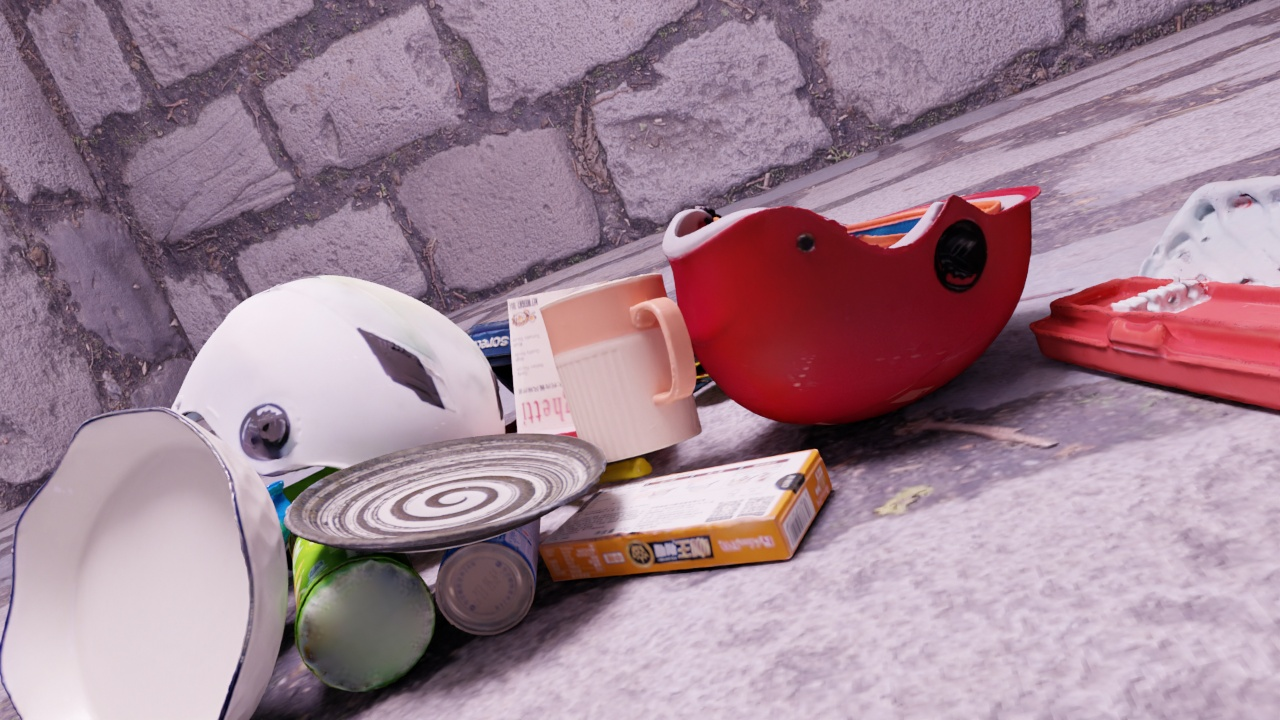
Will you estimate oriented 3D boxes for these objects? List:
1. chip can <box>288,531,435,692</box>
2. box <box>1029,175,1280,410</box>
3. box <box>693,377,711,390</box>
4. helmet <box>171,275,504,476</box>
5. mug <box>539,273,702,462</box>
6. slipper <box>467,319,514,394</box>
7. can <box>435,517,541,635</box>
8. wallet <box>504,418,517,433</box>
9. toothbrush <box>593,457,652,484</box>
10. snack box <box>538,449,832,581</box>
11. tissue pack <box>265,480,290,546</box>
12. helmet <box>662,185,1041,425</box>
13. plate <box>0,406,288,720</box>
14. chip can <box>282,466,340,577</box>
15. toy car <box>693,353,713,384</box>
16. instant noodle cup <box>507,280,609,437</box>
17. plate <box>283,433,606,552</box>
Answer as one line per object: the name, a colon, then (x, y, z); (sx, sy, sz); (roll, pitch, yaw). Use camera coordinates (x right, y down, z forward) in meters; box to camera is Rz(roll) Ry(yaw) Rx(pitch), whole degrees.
chip can: (-0.178, 0.133, 0.567); (0.072, 0.072, 0.221); (-26, 11, -18)
box: (0.313, -0.039, 0.466); (0.161, 0.059, 0.201); (-38, 12, -3)
box: (0.024, -0.002, 0.841); (0.183, 0.062, 0.090); (-32, 14, -32)
helmet: (-0.213, 0.014, 0.719); (0.259, 0.146, 0.228); (16, -1, 27)
mug: (-0.003, 0.003, 0.577); (0.081, 0.106, 0.115); (-15, 0, -33)
slipper: (-0.077, 0.006, 0.898); (0.105, 0.095, 0.252); (-3, -4, 22)
can: (-0.087, 0.109, 0.549); (0.053, 0.053, 0.134); (-22, 11, 0)
wallet: (-0.121, 0.073, 0.852); (0.096, 0.020, 0.122); (-28, 5, -28)
toothbrush: (-0.050, 0.081, 0.638); (0.015, 0.016, 0.191); (-7, -7, -34)
snack box: (0.023, 0.087, 0.509); (0.154, 0.026, 0.075); (-15, 13, 34)
tissue pack: (-0.281, 0.154, 0.599); (0.157, 0.052, 0.094); (-63, -9, 26)
helmet: (0.136, -0.035, 0.585); (0.239, 0.144, 0.207); (-8, 9, -15)
plate: (-0.267, 0.129, 0.495); (0.205, 0.204, 0.045); (-17, -17, 25)
chip can: (-0.332, 0.162, 0.724); (0.235, 0.072, 0.072); (-27, 12, -22)
toy car: (0.093, -0.012, 0.791); (0.155, 0.041, 0.071); (-18, 9, -37)
instant noodle cup: (-0.045, 0.008, 0.689); (0.116, 0.124, 0.116); (-10, 1, 6)
plate: (-0.107, 0.077, 0.521); (0.179, 0.024, 0.179); (-6, 11, 1)
